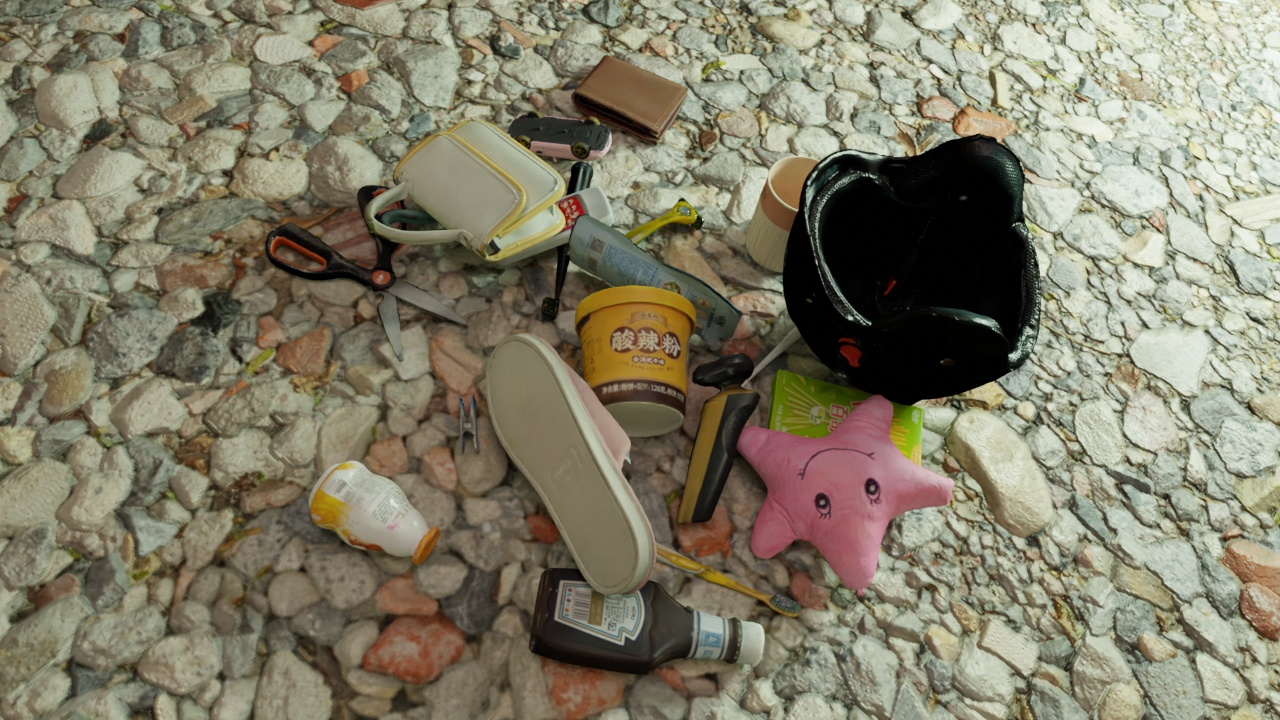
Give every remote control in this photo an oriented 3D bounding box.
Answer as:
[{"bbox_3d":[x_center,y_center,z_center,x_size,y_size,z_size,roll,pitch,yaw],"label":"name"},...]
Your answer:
[{"bbox_3d":[-0.097,-0.145,0.983,0.136,0.020,0.055,-20,55,-2],"label":"remote control"}]

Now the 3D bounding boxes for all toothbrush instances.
[{"bbox_3d":[0.152,-0.017,0.974,0.016,0.016,0.179,43,61,14],"label":"toothbrush"},{"bbox_3d":[-0.080,-0.132,0.998,0.027,0.026,0.212,26,54,-24],"label":"toothbrush"},{"bbox_3d":[0.056,0.188,0.826,0.191,0.018,0.016,23,55,4],"label":"toothbrush"}]

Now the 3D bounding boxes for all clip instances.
[{"bbox_3d":[-0.161,0.060,0.864,0.036,0.026,0.058,-4,64,-4],"label":"clip"}]

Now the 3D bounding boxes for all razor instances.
[{"bbox_3d":[0.066,0.073,0.856,0.067,0.062,0.167,15,82,9],"label":"razor"},{"bbox_3d":[0.010,-0.142,1.022,0.132,0.028,0.043,-31,72,-24],"label":"razor"}]

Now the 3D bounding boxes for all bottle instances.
[{"bbox_3d":[0.007,0.226,0.779,0.195,0.044,0.079,11,50,-5],"label":"bottle"},{"bbox_3d":[-0.226,0.133,0.783,0.108,0.063,0.063,28,58,8],"label":"bottle"}]

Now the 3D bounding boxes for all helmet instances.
[{"bbox_3d":[0.252,-0.078,0.892,0.274,0.231,0.232,24,59,-8],"label":"helmet"}]

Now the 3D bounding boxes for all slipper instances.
[{"bbox_3d":[-0.059,0.083,0.812,0.054,0.114,0.274,2,43,-45],"label":"slipper"}]

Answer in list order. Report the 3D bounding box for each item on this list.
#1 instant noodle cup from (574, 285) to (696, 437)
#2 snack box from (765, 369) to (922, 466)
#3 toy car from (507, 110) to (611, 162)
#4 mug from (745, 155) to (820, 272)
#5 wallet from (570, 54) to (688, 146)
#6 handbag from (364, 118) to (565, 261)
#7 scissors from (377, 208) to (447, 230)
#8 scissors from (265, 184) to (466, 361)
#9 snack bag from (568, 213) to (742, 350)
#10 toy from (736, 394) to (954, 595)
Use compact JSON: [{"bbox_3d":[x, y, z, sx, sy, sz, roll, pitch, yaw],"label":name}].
[{"bbox_3d":[-0.005,0.005,0.877,0.118,0.119,0.114,4,65,-8],"label":"instant noodle cup"},{"bbox_3d":[0.205,0.068,0.925,0.156,0.026,0.085,15,58,-1],"label":"snack box"},{"bbox_3d":[-0.094,-0.259,1.071,0.122,0.037,0.056,10,53,11],"label":"toy car"},{"bbox_3d":[0.177,-0.167,1.019,0.081,0.106,0.114,42,60,16],"label":"mug"},{"bbox_3d":[-0.012,-0.325,1.130,0.124,0.032,0.101,26,54,5],"label":"wallet"},{"bbox_3d":[-0.185,-0.166,0.933,0.178,0.063,0.163,-35,60,-28],"label":"handbag"},{"bbox_3d":[-0.212,-0.187,0.998,0.171,0.019,0.170,-17,52,-20],"label":"scissors"},{"bbox_3d":[-0.276,-0.101,0.945,0.221,0.022,0.227,11,56,-3],"label":"scissors"},{"bbox_3d":[0.015,-0.077,0.931,0.191,0.110,0.038,31,62,10],"label":"snack bag"},{"bbox_3d":[0.192,0.126,0.848,0.194,0.075,0.178,-11,70,2],"label":"toy"}]
